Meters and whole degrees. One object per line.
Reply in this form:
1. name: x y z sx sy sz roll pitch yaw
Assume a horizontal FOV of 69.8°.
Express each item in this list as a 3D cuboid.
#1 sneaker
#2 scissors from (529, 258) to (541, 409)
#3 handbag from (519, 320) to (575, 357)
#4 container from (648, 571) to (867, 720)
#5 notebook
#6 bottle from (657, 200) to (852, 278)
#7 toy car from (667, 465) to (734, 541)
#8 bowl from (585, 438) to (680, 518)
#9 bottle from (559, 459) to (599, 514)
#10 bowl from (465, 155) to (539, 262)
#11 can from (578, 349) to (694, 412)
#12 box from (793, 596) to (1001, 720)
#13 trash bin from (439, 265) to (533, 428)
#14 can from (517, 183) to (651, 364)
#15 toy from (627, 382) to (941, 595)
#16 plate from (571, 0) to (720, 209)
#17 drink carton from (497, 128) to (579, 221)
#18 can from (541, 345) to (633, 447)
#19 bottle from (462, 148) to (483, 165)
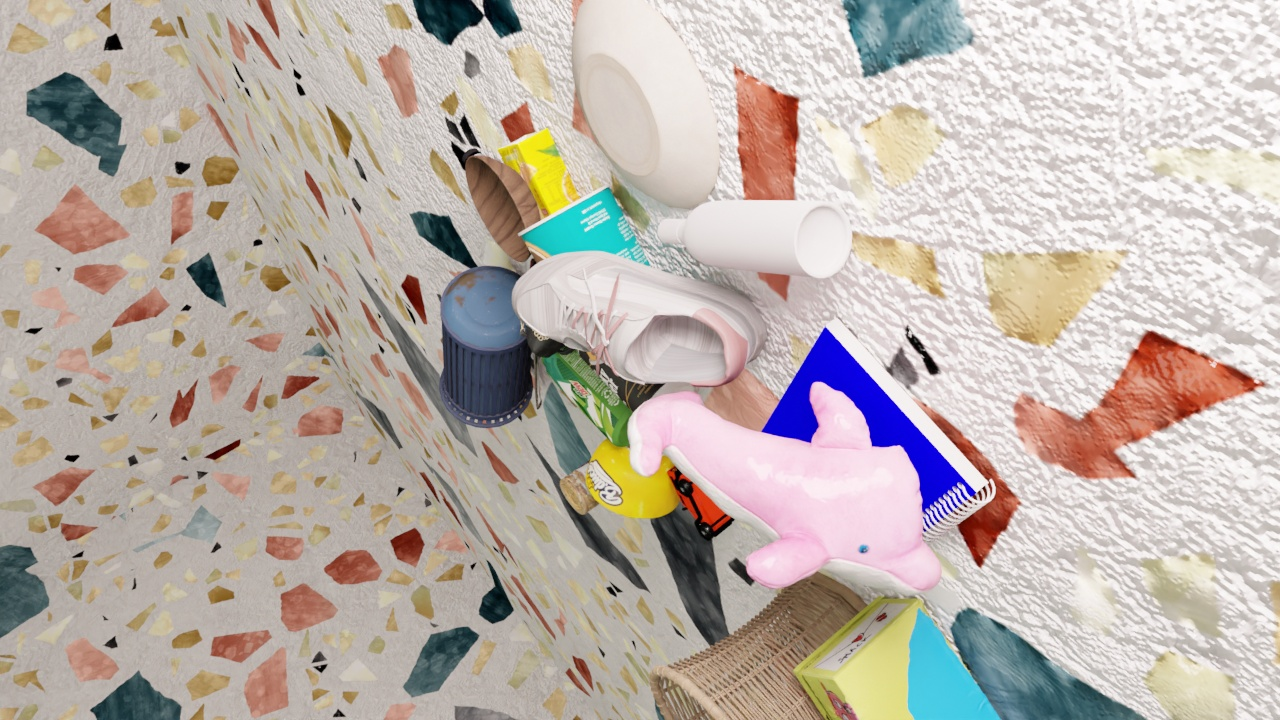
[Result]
1. sneaker: -0.015 -0.029 0.789 0.236 0.089 0.099 11 115 16
2. scissors: -0.126 -0.037 1.105 0.188 0.015 0.140 -106 18 -58
3. handbag: -0.086 -0.061 1.020 0.054 0.129 0.079 16 -139 -54
4. container: 0.155 0.352 0.942 0.227 0.195 0.227 45 155 27
5. notebook: 0.183 0.082 0.761 0.171 0.022 0.210 51 157 18
6. bottle: 0.074 -0.096 0.701 0.195 0.052 0.052 16 135 58
7. toy car: 0.069 0.151 1.040 0.049 0.051 0.100 4 124 59
8. bowl: -0.002 0.123 1.082 0.117 0.117 0.068 39 128 36
9. bottle: -0.049 0.152 1.211 0.056 0.105 0.056 45 155 28
10. bowl: -0.136 -0.163 0.952 0.119 0.032 0.119 46 155 28
11. can: -0.006 0.006 0.972 0.128 0.071 0.072 45 155 27
12. box: 0.254 0.337 0.824 0.221 0.124 0.080 55 158 0
13. trash bin: -0.212 -0.018 1.278 0.139 0.139 0.250 50 155 15
14. can: -0.039 -0.083 0.886 0.144 0.099 0.099 61 157 -10
15. toy: 0.120 0.081 0.707 0.266 0.186 0.128 27 113 11
16. plate: -0.007 -0.205 0.752 0.189 0.027 0.189 44 155 27
17. drink carton: -0.095 -0.169 0.959 0.059 0.042 0.134 11 130 59
18. can: -0.043 0.025 1.057 0.144 0.083 0.083 44 155 28
19. bottle: -0.166 -0.201 1.064 0.116 0.041 0.041 50 157 17
